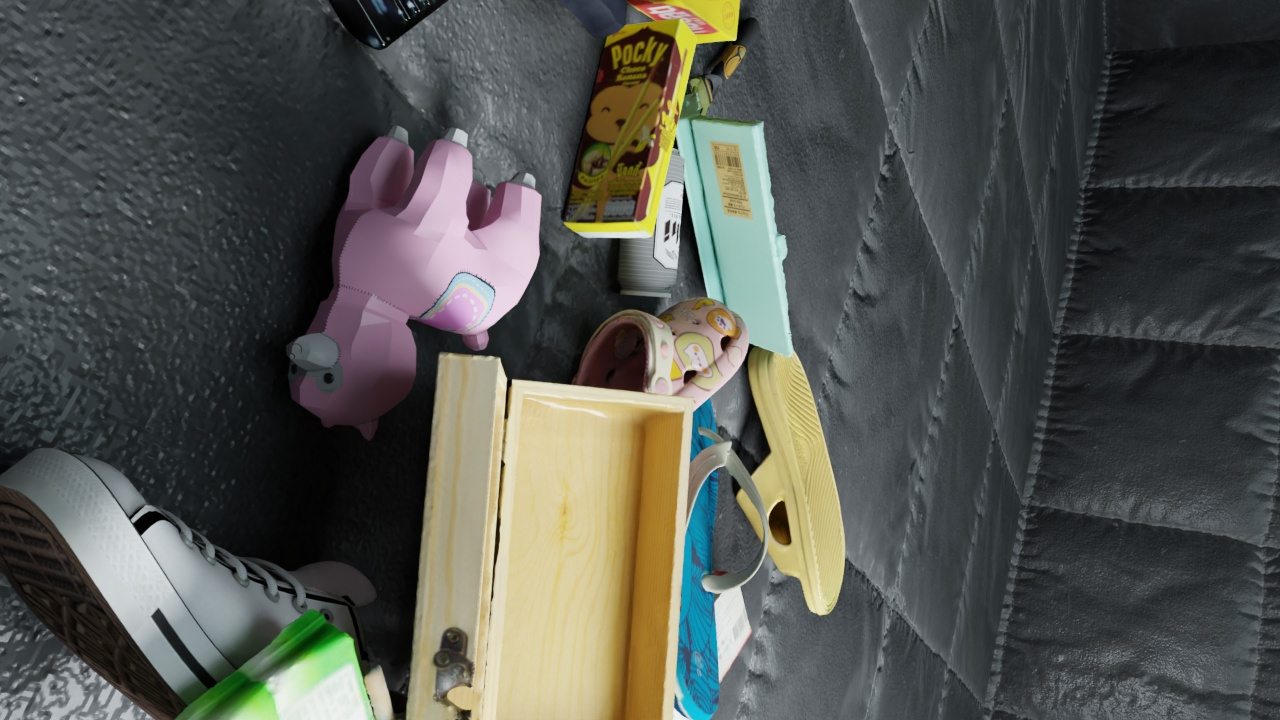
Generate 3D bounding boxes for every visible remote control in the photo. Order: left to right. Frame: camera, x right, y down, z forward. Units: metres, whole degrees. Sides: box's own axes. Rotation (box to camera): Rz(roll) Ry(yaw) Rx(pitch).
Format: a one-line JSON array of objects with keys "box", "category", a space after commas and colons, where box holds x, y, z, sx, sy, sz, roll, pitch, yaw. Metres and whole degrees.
[{"box": [-0.112, -0.213, 0.483, 0.045, 0.021, 0.140, 62, 41, -31], "category": "remote control"}]

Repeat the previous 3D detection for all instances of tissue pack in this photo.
[{"box": [-0.137, 0.160, 0.336, 0.099, 0.034, 0.114, -36, 131, -45], "category": "tissue pack"}]

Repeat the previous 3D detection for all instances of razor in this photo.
[{"box": [0.071, -0.250, 0.770, 0.143, 0.021, 0.044, -59, 141, -37], "category": "razor"}]

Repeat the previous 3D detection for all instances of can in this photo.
[{"box": [0.007, -0.101, 0.672, 0.044, 0.044, 0.106, -2, 98, -58], "category": "can"}]

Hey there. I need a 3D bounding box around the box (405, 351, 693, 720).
[{"box": [-0.059, 0.131, 0.473, 0.252, 0.119, 0.247, 18, 74, -69], "category": "box"}]

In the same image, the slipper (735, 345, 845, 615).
[{"box": [0.138, 0.114, 0.897, 0.099, 0.079, 0.263, -9, 87, -57], "category": "slipper"}]

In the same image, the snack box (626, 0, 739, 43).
[{"box": [0.010, -0.297, 0.641, 0.200, 0.042, 0.092, 3, 92, -58], "category": "snack box"}]

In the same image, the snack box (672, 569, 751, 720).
[{"box": [0.011, 0.283, 0.753, 0.272, 0.044, 0.077, -42, 124, -47], "category": "snack box"}]

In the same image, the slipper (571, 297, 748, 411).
[{"box": [-0.004, 0.004, 0.642, 0.196, 0.093, 0.081, -44, 121, -38], "category": "slipper"}]

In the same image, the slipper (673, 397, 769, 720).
[{"box": [0.049, 0.111, 0.671, 0.118, 0.060, 0.294, 51, 30, -41], "category": "slipper"}]

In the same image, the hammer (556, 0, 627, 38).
[{"box": [-0.105, -0.233, 0.449, 0.312, 0.035, 0.139, 11, 75, -55], "category": "hammer"}]

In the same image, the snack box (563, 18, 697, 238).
[{"box": [-0.007, -0.157, 0.622, 0.025, 0.061, 0.148, 27, 73, -55], "category": "snack box"}]

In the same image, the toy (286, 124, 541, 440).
[{"box": [-0.115, -0.037, 0.470, 0.123, 0.067, 0.157, 25, 79, -58], "category": "toy"}]

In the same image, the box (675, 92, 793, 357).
[{"box": [0.066, -0.102, 0.710, 0.138, 0.055, 0.187, -119, -167, -61], "category": "box"}]

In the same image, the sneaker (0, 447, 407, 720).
[{"box": [-0.163, 0.115, 0.398, 0.097, 0.091, 0.246, -56, 138, -37], "category": "sneaker"}]
